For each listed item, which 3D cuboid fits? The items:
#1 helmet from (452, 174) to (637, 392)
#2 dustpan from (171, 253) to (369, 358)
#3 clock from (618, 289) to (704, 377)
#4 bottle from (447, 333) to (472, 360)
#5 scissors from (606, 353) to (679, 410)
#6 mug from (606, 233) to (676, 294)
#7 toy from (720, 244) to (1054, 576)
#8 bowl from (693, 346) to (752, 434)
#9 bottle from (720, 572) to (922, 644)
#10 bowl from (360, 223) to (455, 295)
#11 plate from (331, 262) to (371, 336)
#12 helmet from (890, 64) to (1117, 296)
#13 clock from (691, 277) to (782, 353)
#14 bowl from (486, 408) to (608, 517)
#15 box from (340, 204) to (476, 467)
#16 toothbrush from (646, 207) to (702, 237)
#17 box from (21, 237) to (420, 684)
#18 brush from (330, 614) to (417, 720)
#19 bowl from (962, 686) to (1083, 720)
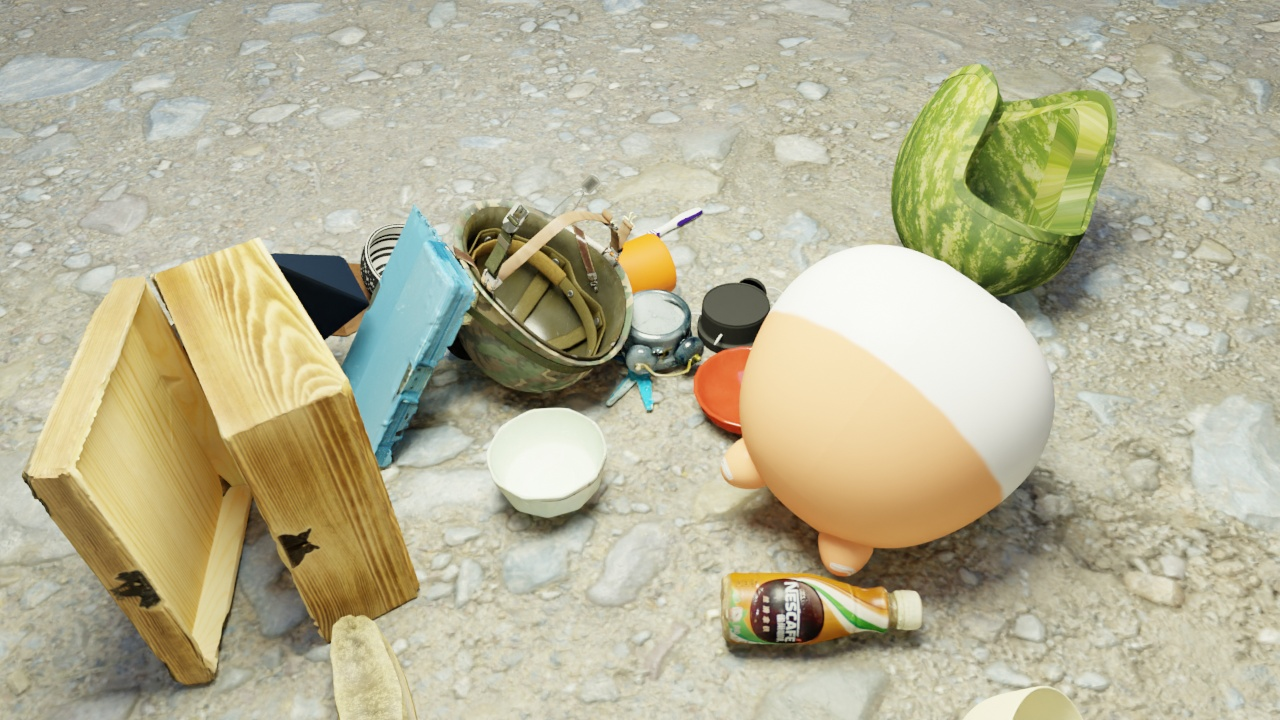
[{"bbox_3d":[-0.108,-0.085,0.970,0.192,0.237,0.224,-21,81,-45],"label":"helmet"},{"bbox_3d":[-0.409,-0.029,0.968,0.236,0.273,0.080,-35,70,9],"label":"dustpan"},{"bbox_3d":[0.020,-0.026,1.032,0.090,0.052,0.129,-10,50,-11],"label":"clock"},{"bbox_3d":[-0.183,-0.078,1.115,0.045,0.045,0.184,7,44,10],"label":"bottle"},{"bbox_3d":[-0.008,0.006,1.043,0.127,0.012,0.137,26,52,26],"label":"scissors"},{"bbox_3d":[-0.025,-0.105,1.121,0.095,0.078,0.113,-25,24,-22],"label":"mug"},{"bbox_3d":[0.215,0.042,0.826,0.263,0.266,0.280,40,86,18],"label":"toy"},{"bbox_3d":[0.117,0.038,0.983,0.122,0.035,0.121,-2,44,2],"label":"bowl"},{"bbox_3d":[0.152,0.212,0.781,0.167,0.059,0.059,0,44,3],"label":"bottle"},{"bbox_3d":[-0.287,-0.100,1.121,0.120,0.067,0.120,21,45,-23],"label":"bowl"},{"bbox_3d":[-0.374,-0.082,1.146,0.131,0.025,0.131,-2,44,2],"label":"plate"},{"bbox_3d":[0.406,-0.198,1.069,0.213,0.247,0.243,6,0,-19],"label":"helmet"},{"bbox_3d":[0.122,-0.055,1.075,0.120,0.043,0.091,-21,46,-18],"label":"clock"},{"bbox_3d":[-0.089,0.108,0.903,0.117,0.061,0.117,-2,43,2],"label":"bowl"},{"bbox_3d":[-0.257,-0.027,0.956,0.033,0.232,0.174,11,28,-40],"label":"box"},{"bbox_3d":[0.014,-0.164,1.217,0.186,0.016,0.015,-33,51,-27],"label":"toothbrush"},{"bbox_3d":[-0.359,0.083,0.790,0.220,0.280,0.258,-25,47,-20],"label":"box"},{"bbox_3d":[-0.212,0.286,0.736,0.059,0.043,0.195,-18,46,-15],"label":"brush"},{"bbox_3d":[0.266,0.297,0.667,0.074,0.118,0.117,-21,21,51],"label":"bowl"}]
